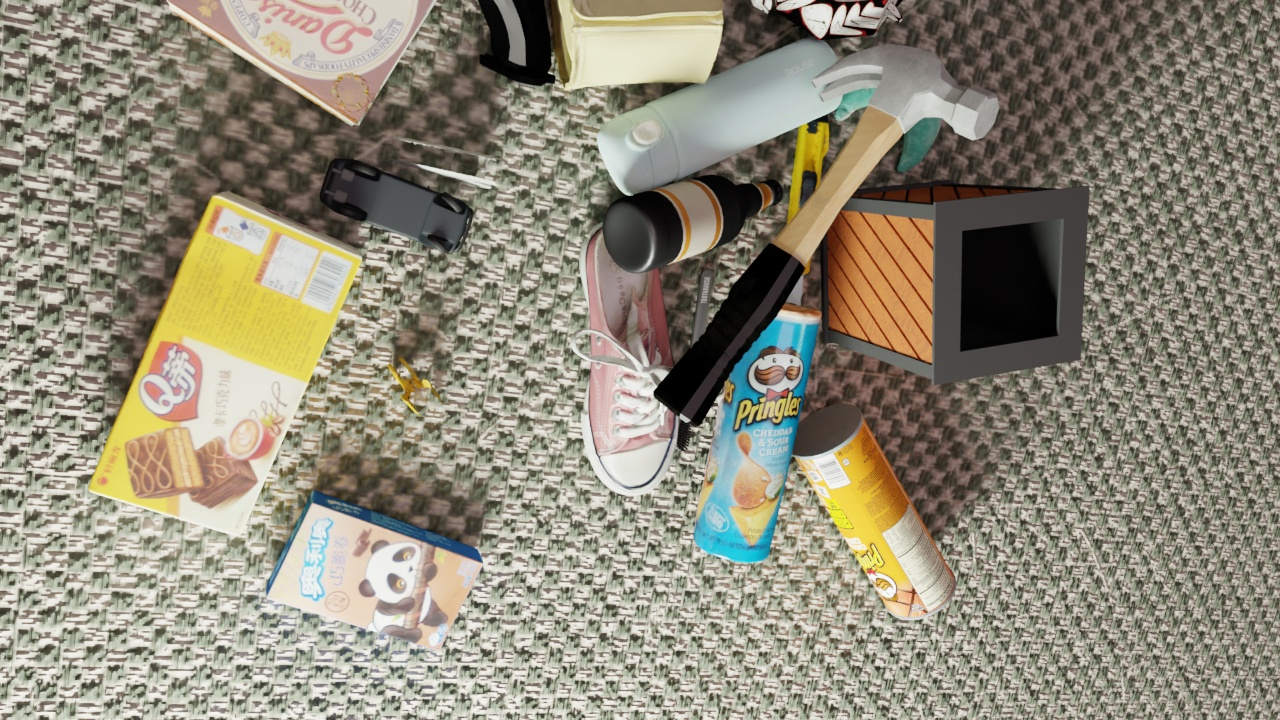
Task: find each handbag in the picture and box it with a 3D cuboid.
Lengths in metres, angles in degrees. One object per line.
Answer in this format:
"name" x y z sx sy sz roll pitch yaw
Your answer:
"handbag" -0.009 -0.268 0.697 0.119 0.081 0.111 -6 68 -13

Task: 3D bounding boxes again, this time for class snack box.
"snack box" -0.218 0.176 0.760 0.151 0.034 0.087 26 93 -22
"snack box" -0.303 0.002 0.677 0.110 0.062 0.230 23 94 -22
"snack box" -0.228 -0.267 0.650 0.143 0.041 0.147 32 91 -23

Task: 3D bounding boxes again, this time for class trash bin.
"trash bin" 0.260 -0.076 0.788 0.139 0.172 0.140 -9 105 -17

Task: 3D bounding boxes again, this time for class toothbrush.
"toothbrush" 0.048 0.001 0.822 0.012 0.013 0.167 5 98 -20

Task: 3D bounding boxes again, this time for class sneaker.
"sneaker" -0.005 0.004 0.763 0.118 0.088 0.241 -9 104 -16

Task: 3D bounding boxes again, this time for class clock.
"clock" 0.141 -0.320 0.742 0.155 0.065 0.114 16 76 5

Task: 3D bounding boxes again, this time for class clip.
"clip" -0.138 -0.142 0.704 0.058 0.102 0.050 23 86 -64
"clip" -0.184 0.022 0.734 0.049 0.054 0.044 18 77 1

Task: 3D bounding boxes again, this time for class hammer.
"hammer" 0.122 -0.093 0.702 0.328 0.131 0.039 -54 149 3

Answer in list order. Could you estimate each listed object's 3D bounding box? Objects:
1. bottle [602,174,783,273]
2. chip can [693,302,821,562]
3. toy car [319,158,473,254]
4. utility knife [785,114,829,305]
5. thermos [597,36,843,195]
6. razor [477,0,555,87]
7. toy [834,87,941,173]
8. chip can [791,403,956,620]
"bottle" 0.053 -0.120 0.748 0.181 0.059 0.059 -24 111 -39
"chip can" 0.101 0.060 0.817 0.079 0.080 0.230 7 101 -20
"toy car" -0.186 -0.118 0.703 0.112 0.034 0.046 19 95 -21
"utility knife" 0.147 -0.133 0.824 0.030 0.017 0.179 3 104 -9
"thermos" 0.064 -0.198 0.747 0.206 0.078 0.065 -26 87 -14
"razor" -0.105 -0.281 0.685 0.060 0.057 0.156 -7 108 16
"toy" 0.231 -0.226 0.821 0.105 0.033 0.085 32 101 -23
"chip can" 0.224 0.147 0.880 0.075 0.075 0.215 -37 111 -8
